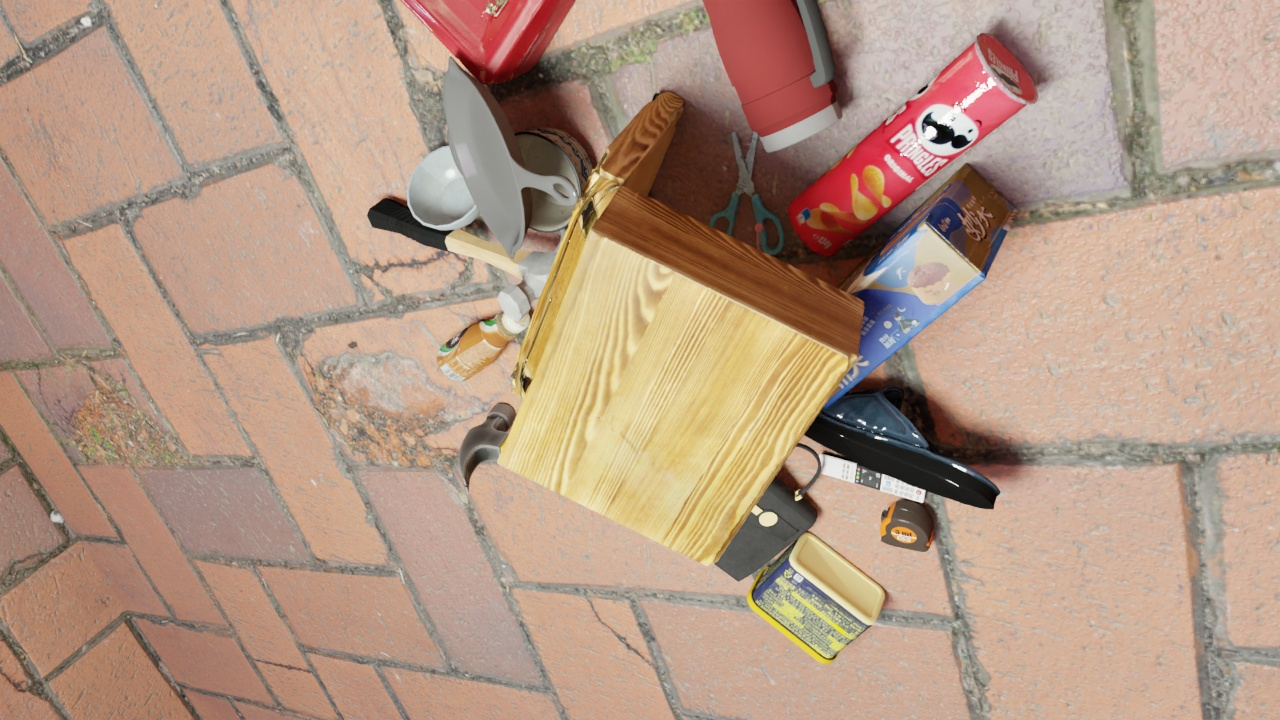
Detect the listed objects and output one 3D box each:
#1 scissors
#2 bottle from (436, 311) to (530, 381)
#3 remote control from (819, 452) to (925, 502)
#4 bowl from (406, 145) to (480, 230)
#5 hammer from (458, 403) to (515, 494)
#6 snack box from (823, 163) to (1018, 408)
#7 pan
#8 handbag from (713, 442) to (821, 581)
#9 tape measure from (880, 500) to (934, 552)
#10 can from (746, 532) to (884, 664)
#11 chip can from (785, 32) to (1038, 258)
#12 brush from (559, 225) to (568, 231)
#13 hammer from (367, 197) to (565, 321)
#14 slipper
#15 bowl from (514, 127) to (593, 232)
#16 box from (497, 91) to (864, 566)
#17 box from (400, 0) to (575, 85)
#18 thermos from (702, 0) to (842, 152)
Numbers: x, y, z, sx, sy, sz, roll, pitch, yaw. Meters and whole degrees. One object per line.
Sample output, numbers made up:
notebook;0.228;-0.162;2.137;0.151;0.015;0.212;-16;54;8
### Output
scissors;0.100;-0.174;0.962;0.095;0.015;0.142;-3;111;34
bottle;-0.206;-0.025;1.218;0.168;0.059;0.059;-29;101;41
remote control;0.265;0.133;1.055;0.124;0.011;0.028;15;126;24
bowl;-0.224;-0.202;1.103;0.106;0.039;0.106;-5;75;18
hammer;-0.087;0.122;1.203;0.325;0.169;0.034;2;121;17
snack box;0.235;-0.067;0.846;0.069;0.154;0.203;44;133;2
pan;-0.129;-0.194;0.914;0.355;0.024;0.217;33;142;57
handbag;0.132;0.156;1.099;0.175;0.072;0.196;39;124;-23
tape measure;0.305;0.186;1.051;0.058;0.038;0.059;7;136;29
can;0.221;0.297;1.151;0.135;0.075;0.105;37;130;6
chip can;0.234;-0.184;0.827;0.073;0.072;0.234;47;133;-3
brush;-0.036;-0.129;1.073;0.151;0.012;0.039;37;133;8
hammer;-0.215;-0.143;1.114;0.328;0.130;0.039;22;143;33
slipper;0.262;0.070;0.981;0.266;0.083;0.109;22;168;35
bowl;-0.102;-0.209;1.031;0.116;0.059;0.116;16;127;23
box;0.027;-0.052;0.895;0.286;0.335;0.280;25;128;-2
box;-0.158;-0.382;0.940;0.157;0.097;0.130;47;128;1
thermos;0.115;-0.295;0.815;0.108;0.083;0.198;-5;116;56
